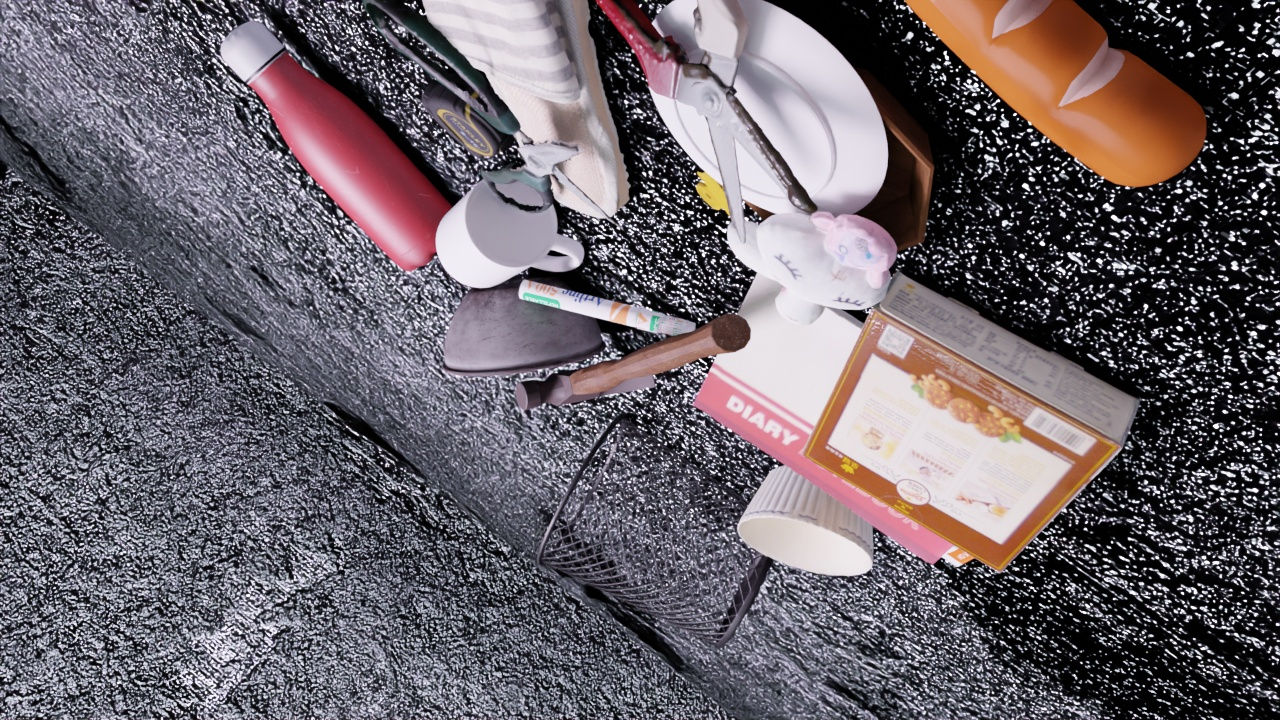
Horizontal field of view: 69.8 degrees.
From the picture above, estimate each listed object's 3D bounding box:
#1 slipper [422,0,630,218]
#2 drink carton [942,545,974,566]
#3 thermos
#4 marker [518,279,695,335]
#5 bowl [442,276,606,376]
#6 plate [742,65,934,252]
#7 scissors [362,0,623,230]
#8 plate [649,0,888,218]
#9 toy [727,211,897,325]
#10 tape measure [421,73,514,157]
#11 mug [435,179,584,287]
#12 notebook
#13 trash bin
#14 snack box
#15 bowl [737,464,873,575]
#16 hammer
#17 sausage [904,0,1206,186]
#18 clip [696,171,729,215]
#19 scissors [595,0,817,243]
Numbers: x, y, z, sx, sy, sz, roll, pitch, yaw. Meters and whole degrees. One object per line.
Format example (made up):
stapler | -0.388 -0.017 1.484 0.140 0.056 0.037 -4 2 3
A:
slipper | -0.071 -0.179 0.536 0.114 0.054 0.273 32 160 29
drink carton | 0.206 0.099 0.678 0.122 0.040 0.059 34 159 11
thermos | -0.258 -0.184 0.792 0.240 0.073 0.073 49 157 -26
marker | -0.027 -0.041 0.740 0.145 0.017 0.017 14 154 10
bowl | -0.106 -0.035 0.809 0.145 0.144 0.067 8 109 53
plate | 0.091 -0.104 0.459 0.131 0.025 0.131 32 159 14
scissors | -0.098 -0.147 0.576 0.205 0.015 0.202 43 166 -23
plate | 0.054 -0.114 0.441 0.134 0.011 0.135 32 159 14
toy | 0.090 -0.051 0.477 0.079 0.038 0.123 37 165 -11
tape measure | -0.116 -0.172 0.641 0.061 0.034 0.061 41 165 -36
mug | -0.100 -0.097 0.740 0.110 0.073 0.091 18 167 -23
notebook | 0.145 0.041 0.622 0.209 0.012 0.153 34 138 12
trash bin | 0.028 0.188 0.977 0.210 0.183 0.184 29 158 8
snack box | 0.184 0.041 0.541 0.143 0.041 0.147 31 142 16
bowl | 0.147 0.132 0.786 0.115 0.062 0.115 16 153 9
hammer | -0.004 0.004 0.717 0.324 0.115 0.033 161 98 -66
sausage | 0.134 -0.124 0.330 0.164 0.039 0.045 41 156 -7
clip | 0.053 -0.101 0.540 0.046 0.048 0.054 -31 118 24
scissors | 0.017 -0.155 0.400 0.198 0.015 0.180 42 143 26
